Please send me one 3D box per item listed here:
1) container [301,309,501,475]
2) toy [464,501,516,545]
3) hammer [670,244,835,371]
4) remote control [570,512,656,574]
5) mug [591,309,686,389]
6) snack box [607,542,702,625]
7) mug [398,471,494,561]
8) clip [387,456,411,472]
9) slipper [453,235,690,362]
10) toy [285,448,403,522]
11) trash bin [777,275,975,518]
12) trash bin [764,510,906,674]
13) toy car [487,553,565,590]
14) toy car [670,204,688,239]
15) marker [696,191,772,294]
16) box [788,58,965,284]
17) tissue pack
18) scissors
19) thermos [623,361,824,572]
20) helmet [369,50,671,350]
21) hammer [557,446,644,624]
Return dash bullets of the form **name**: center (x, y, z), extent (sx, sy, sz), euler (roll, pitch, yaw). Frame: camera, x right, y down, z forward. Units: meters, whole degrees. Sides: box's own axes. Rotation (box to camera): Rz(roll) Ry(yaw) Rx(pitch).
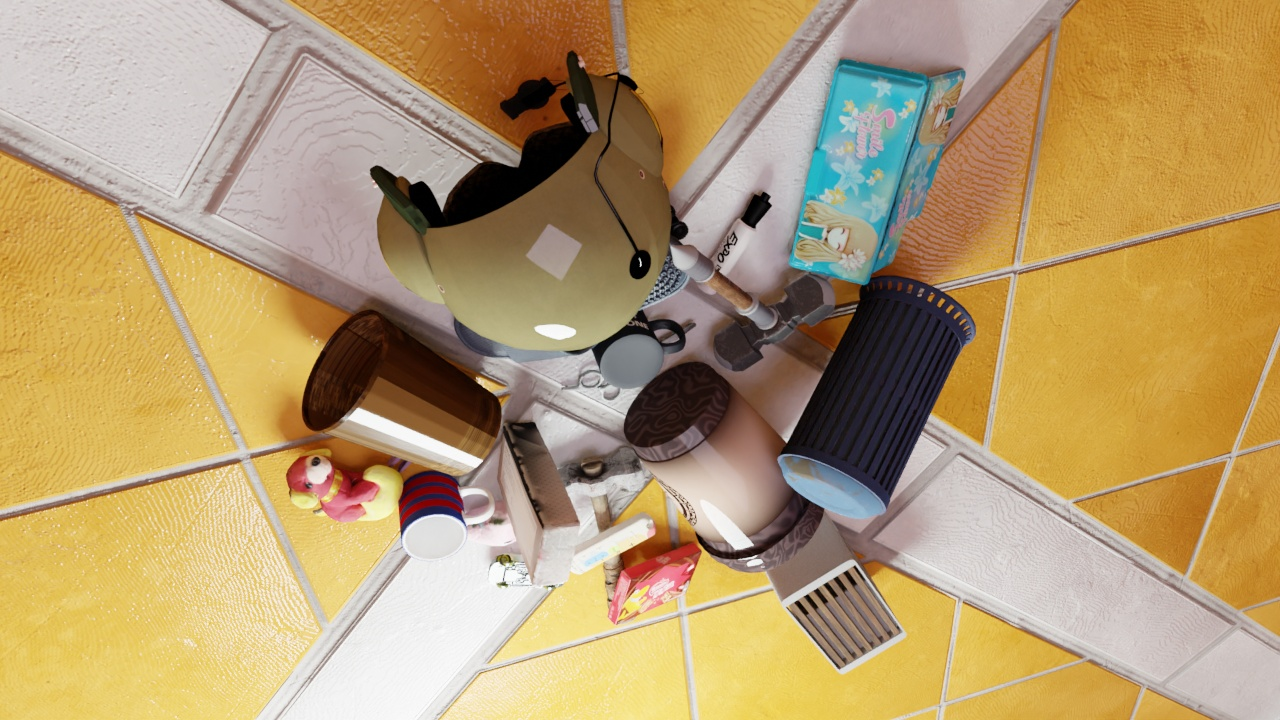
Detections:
- **container**: center (-0.241, 0.044, 0.956), extent (0.132, 0.132, 0.167), euler (-44, 131, 14)
- **toy**: center (-0.169, 0.201, 1.126), extent (0.099, 0.052, 0.095), euler (-15, 161, 36)
- **hammer**: center (0.095, -0.067, 0.931), extent (0.156, 0.043, 0.322), euler (-34, 157, 16)
- **remote control**: center (-0.039, 0.231, 1.161), extent (0.126, 0.018, 0.038), euler (-29, 129, 8)
- **mug**: center (-0.002, -0.022, 1.011), extent (0.105, 0.077, 0.071), euler (-10, 126, -12)
- **snack box**: center (0.020, 0.304, 1.251), extent (0.132, 0.021, 0.089), euler (-12, 130, -39)
- **mug**: center (-0.227, 0.176, 1.078), extent (0.112, 0.076, 0.075), euler (-18, 127, -5)
- **clip**: center (-0.271, 0.106, 1.056), extent (0.053, 0.013, 0.037), euler (-30, 128, 1)
- **slipper**: center (-0.070, -0.047, 0.940), extent (0.264, 0.082, 0.101), euler (-19, 128, 15)
- **toy**: center (-0.337, 0.146, 1.037), extent (0.106, 0.067, 0.137), euler (-41, 136, 21)
- **trash bin**: center (0.261, 0.045, 1.033), extent (0.139, 0.139, 0.249), euler (43, 69, -36)
- **trash bin**: center (0.272, 0.330, 1.323), extent (0.114, 0.114, 0.229), euler (-33, 127, 6)
- **toy car**: center (-0.147, 0.272, 1.199), extent (0.105, 0.033, 0.048), euler (5, 124, -16)
- **toy car**: center (0.018, -0.115, 0.968), extent (0.048, 0.051, 0.100), euler (-7, 126, -16)
- **marker**: center (0.104, -0.129, 1.004), extent (0.025, 0.025, 0.126), euler (20, 116, -29)
- **box**: center (0.260, -0.196, 0.978), extent (0.172, 0.083, 0.228), euler (-2, 124, -16)
- **tissue pack**: center (-0.112, 0.160, 1.040), extent (0.071, 0.181, 0.104), euler (-6, 126, -25)
- **scissors**: center (-0.014, -0.003, 1.061), extent (0.090, 0.014, 0.172), euler (28, 114, -33)
- **thermos**: center (0.096, 0.123, 1.096), extent (0.173, 0.172, 0.226), euler (-36, 120, 8)
- **helmet**: center (-0.088, -0.125, 0.786), extent (0.250, 0.255, 0.233), euler (-29, 126, 4)
- **hammer**: center (-0.043, 0.245, 1.210), extent (0.121, 0.049, 0.319), euler (-13, 129, -6)
